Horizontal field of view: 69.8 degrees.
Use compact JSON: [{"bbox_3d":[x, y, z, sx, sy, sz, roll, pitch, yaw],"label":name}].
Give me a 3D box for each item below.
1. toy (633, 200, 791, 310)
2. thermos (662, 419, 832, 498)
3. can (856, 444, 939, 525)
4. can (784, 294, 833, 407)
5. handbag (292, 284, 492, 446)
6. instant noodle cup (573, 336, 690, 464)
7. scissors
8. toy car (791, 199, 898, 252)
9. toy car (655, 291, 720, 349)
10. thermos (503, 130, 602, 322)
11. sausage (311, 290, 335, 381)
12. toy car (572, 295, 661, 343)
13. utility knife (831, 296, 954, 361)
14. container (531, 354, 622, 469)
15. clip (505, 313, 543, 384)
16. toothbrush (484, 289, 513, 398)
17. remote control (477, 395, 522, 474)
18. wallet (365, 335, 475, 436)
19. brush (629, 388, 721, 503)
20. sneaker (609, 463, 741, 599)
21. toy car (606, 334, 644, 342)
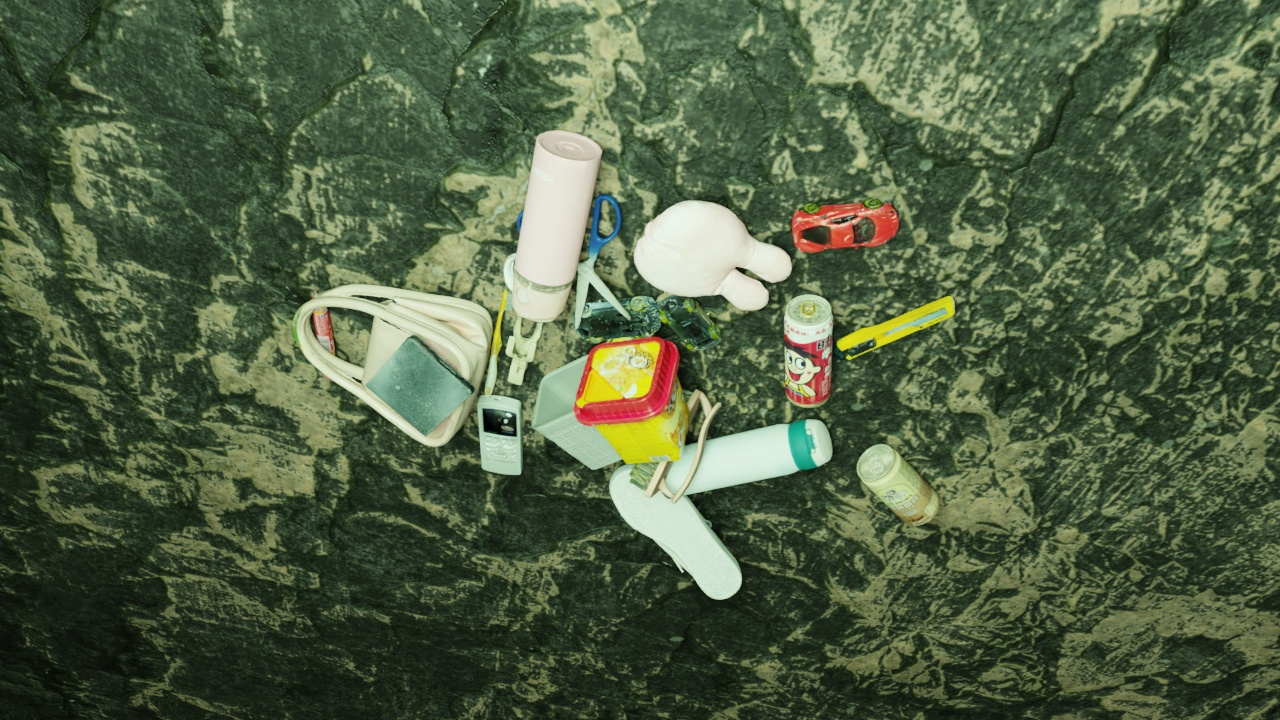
[{"bbox_3d":[0.075,-0.106,0.968,0.159,0.054,0.122,23,132,-15],"label":"toy"},{"bbox_3d":[0.133,0.126,1.185,0.225,0.073,0.073,-15,130,23],"label":"thermos"},{"bbox_3d":[0.335,0.162,1.189,0.059,0.058,0.116,-28,124,32],"label":"can"},{"bbox_3d":[0.191,-0.009,1.045,0.053,0.053,0.133,0,135,10],"label":"can"},{"bbox_3d":[-0.307,-0.009,1.119,0.234,0.093,0.194,22,134,-6],"label":"handbag"},{"bbox_3d":[0.000,0.052,1.060,0.116,0.116,0.124,-7,136,23],"label":"instant noodle cup"},{"bbox_3d":[-0.064,-0.112,0.999,0.162,0.012,0.176,28,125,-7],"label":"scissors"},{"bbox_3d":[0.208,-0.135,0.932,0.106,0.031,0.049,-3,135,11],"label":"toy car"},{"bbox_3d":[0.057,-0.048,1.043,0.042,0.035,0.090,-22,127,31],"label":"toy car"},{"bbox_3d":[-0.097,-0.137,0.947,0.087,0.067,0.199,38,133,25],"label":"thermos"},{"bbox_3d":[-0.397,-0.028,1.155,0.020,0.020,0.156,10,135,0],"label":"sausage"},{"bbox_3d":[-0.027,-0.049,1.059,0.106,0.031,0.049,-6,130,19],"label":"toy car"},{"bbox_3d":[0.281,-0.034,1.031,0.154,0.015,0.033,-26,128,31],"label":"utility knife"},{"bbox_3d":[-0.061,0.069,1.146,0.090,0.090,0.114,-24,129,30],"label":"container"},{"bbox_3d":[-0.146,-0.002,1.102,0.035,0.083,0.105,16,124,-6],"label":"clip"},{"bbox_3d":[-0.174,-0.016,1.131,0.018,0.016,0.192,8,136,-11],"label":"toothbrush"},{"bbox_3d":[-0.190,0.104,1.250,0.058,0.021,0.150,8,136,2],"label":"remote control"},{"bbox_3d":[-0.259,0.031,1.076,0.097,0.019,0.121,42,130,-12],"label":"wallet"},{"bbox_3d":[0.046,0.104,1.149,0.073,0.063,0.146,27,99,12],"label":"brush"},{"bbox_3d":[0.052,0.231,1.305,0.089,0.090,0.242,-42,100,6],"label":"sneaker"},{"bbox_3d":[-0.007,0.007,1.112,0.048,0.032,0.105,-11,130,21],"label":"toy car"}]
